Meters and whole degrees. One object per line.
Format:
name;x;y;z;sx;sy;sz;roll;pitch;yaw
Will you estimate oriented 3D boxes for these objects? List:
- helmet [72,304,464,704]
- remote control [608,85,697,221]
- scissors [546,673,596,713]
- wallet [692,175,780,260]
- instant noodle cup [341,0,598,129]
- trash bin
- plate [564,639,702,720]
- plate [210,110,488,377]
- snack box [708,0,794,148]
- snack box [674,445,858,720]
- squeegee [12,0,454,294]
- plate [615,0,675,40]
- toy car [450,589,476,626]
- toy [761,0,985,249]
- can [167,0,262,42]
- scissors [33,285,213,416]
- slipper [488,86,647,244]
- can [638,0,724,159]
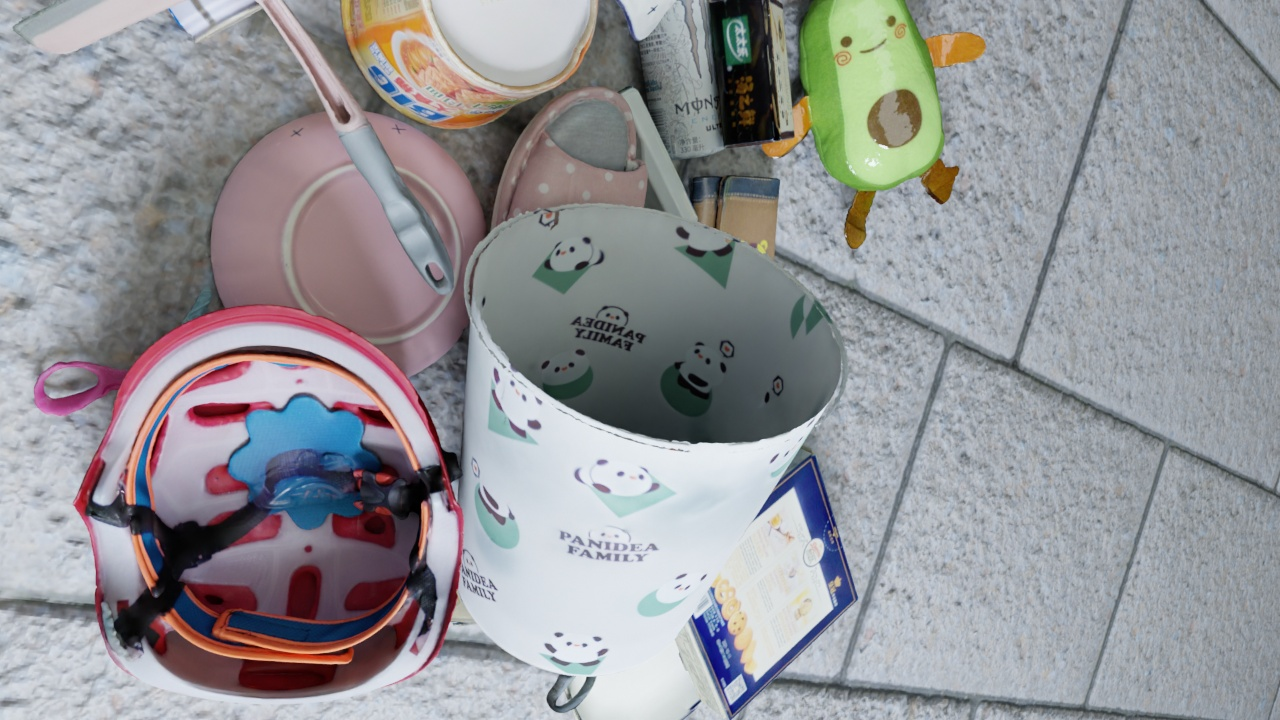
helmet;-0.215;0.078;0.570;0.207;0.144;0.240;0;99;-11
remote control;0.004;-0.159;0.730;0.024;0.049;0.125;-38;117;-19
scissors;-0.031;0.206;0.758;0.159;0.014;0.178;45;72;-36
wallet;0.082;-0.104;0.805;0.090;0.033;0.115;-6;106;-34
instant noodle cup;-0.106;-0.233;0.604;0.151;0.111;0.151;-7;103;-33
trash bin;-0.019;0.062;0.611;0.229;0.229;0.253;-10;137;-32
plate;0.039;0.235;0.839;0.265;0.034;0.162;-34;116;-24
plate;-0.185;-0.073;0.625;0.192;0.039;0.192;-6;102;-34
snack box;0.093;-0.231;0.734;0.125;0.053;0.113;-38;122;-66
snack box;0.104;0.196;0.822;0.182;0.046;0.178;-34;118;-26
squeegee;-0.180;-0.146;0.556;0.248;0.040;0.250;-24;121;5
plate;-0.031;-0.312;0.595;0.046;0.204;0.205;-25;118;12
toy car;-0.096;0.160;0.733;0.157;0.042;0.070;-22;110;-26
toy;0.211;-0.232;0.826;0.226;0.090;0.247;-28;112;-9
can;-0.275;-0.255;0.523;0.053;0.053;0.134;-40;118;-21
scissors;-0.311;0.008;0.575;0.118;0.017;0.133;30;78;-34
slipper;-0.060;-0.062;0.674;0.114;0.054;0.275;5;109;-42
can;0.030;-0.236;0.727;0.058;0.058;0.147;-19;109;-30
